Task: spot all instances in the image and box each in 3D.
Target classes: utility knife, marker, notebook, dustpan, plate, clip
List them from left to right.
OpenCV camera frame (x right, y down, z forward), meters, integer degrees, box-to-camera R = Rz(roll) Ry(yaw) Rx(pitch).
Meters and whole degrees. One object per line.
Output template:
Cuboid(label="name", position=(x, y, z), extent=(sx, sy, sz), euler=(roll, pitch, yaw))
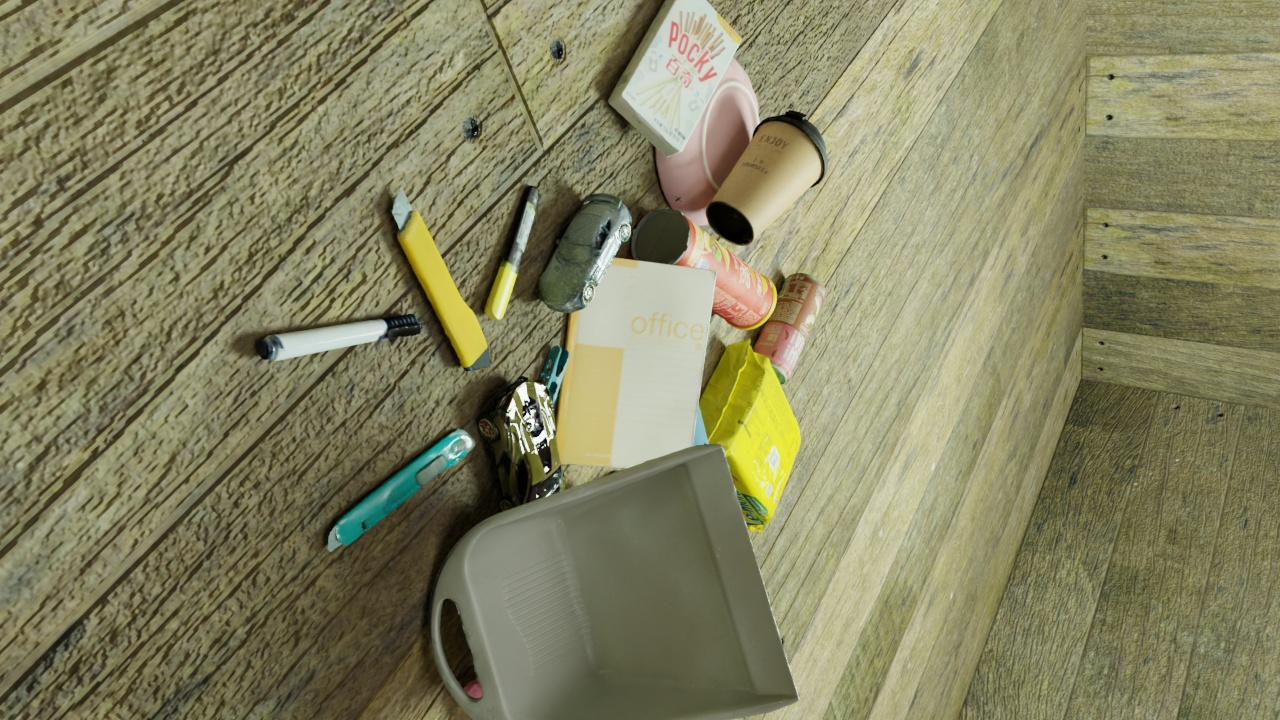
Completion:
Cuboid(label="marker", position=(-0.211, -0.018, 0.658), extent=(0.130, 0.023, 0.018), euler=(-17, 119, -54))
Cuboid(label="utility knife", position=(-0.188, 0.101, 0.734), extent=(0.159, 0.013, 0.029), euler=(-40, 129, -42))
Cuboid(label="utility knife", position=(-0.159, -0.058, 0.728), extent=(0.033, 0.015, 0.173), euler=(-55, 139, -39))
Cuboid(label="marker", position=(-0.110, -0.094, 0.791), extent=(0.018, 0.015, 0.124), euler=(33, 70, -55))
Cuboid(label="clip", position=(-0.083, 0.013, 0.860), extent=(0.046, 0.014, 0.057), euler=(34, 70, -52))
Cuboid(label="dustpan", position=(-0.041, 0.212, 0.759), extent=(0.142, 0.258, 0.222), euler=(-14, 87, -52))
Cuboid(label="notebook", position=(-0.005, 0.005, 0.900), extent=(0.145, 0.010, 0.206), euler=(6, 96, -18))
Cuboid(label="plate", position=(0.085, -0.243, 1.003), extent=(0.191, 0.039, 0.192), euler=(-21, 117, -51))

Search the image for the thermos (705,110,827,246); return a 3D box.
Cuboid(label="thermos", position=(0.134, -0.192, 0.982), extent=(0.143, 0.093, 0.093), euler=(-50, 137, -24))

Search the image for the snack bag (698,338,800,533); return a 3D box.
Cuboid(label="snack bag", position=(0.140, 0.105, 1.163), extent=(0.157, 0.068, 0.246), euler=(-61, 143, -23))

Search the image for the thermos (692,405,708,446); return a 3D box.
Cuboid(label="thermos", position=(0.034, 0.064, 0.995), extent=(0.070, 0.070, 0.221), euler=(-45, 133, -39))

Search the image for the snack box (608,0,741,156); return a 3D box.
Cuboid(label="snack box", position=(0.036, -0.288, 0.905), extent=(0.084, 0.027, 0.156), euler=(37, 68, -27))

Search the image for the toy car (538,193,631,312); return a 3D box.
Cuboid(label="toy car", position=(-0.052, -0.099, 0.835), extent=(0.120, 0.054, 0.037), euler=(-64, 146, -18))

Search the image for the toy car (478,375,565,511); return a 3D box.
Cuboid(label="toy car", position=(-0.101, 0.088, 0.834), extent=(0.070, 0.042, 0.158), euler=(-39, 132, -43))

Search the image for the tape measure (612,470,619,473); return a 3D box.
Cuboid(label="tape measure", position=(-0.017, 0.152, 0.978), extent=(0.065, 0.034, 0.066), euler=(4, 99, -56))

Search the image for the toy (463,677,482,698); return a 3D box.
Cuboid(label="toy", position=(-0.076, 0.286, 0.877), extent=(0.194, 0.075, 0.179), euler=(-30, 115, -21))

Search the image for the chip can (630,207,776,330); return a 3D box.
Cuboid(label="chip can", position=(0.074, -0.095, 1.004), extent=(0.216, 0.073, 0.073), euler=(23, 80, -55))

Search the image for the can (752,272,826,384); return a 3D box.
Cuboid(label="can", position=(0.192, -0.043, 1.201), extent=(0.147, 0.058, 0.058), euler=(-62, 143, -22))
